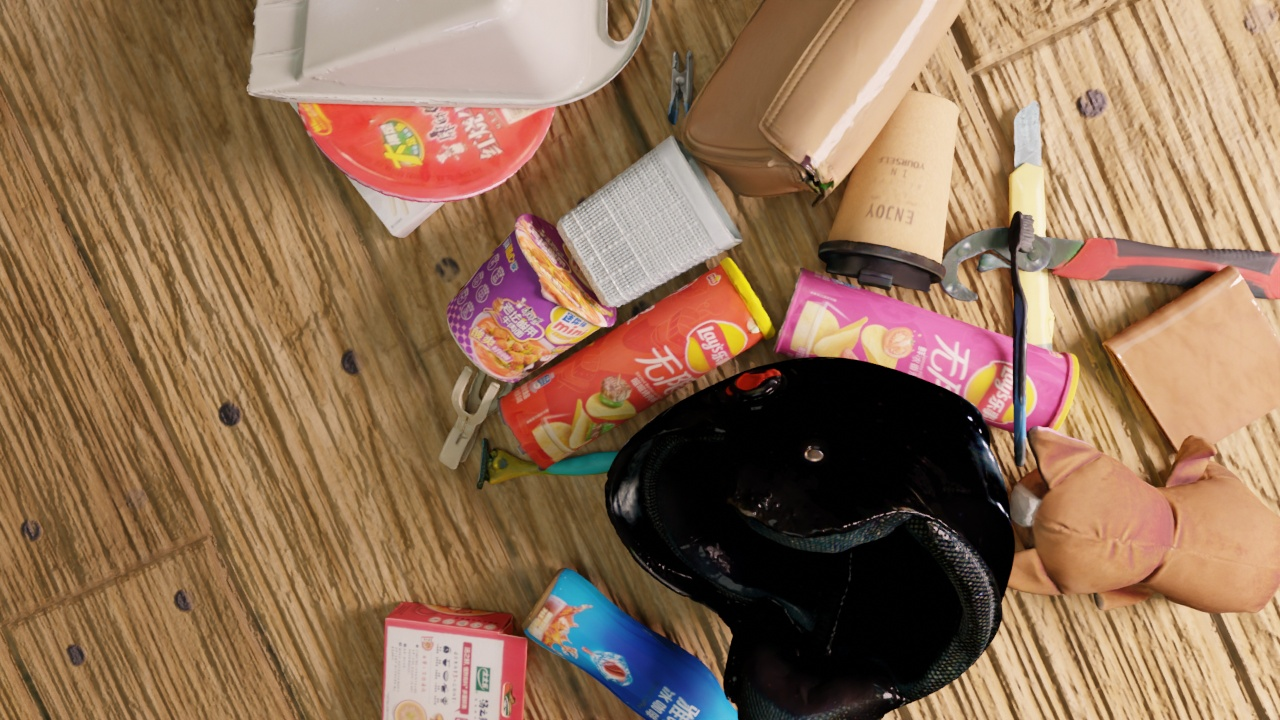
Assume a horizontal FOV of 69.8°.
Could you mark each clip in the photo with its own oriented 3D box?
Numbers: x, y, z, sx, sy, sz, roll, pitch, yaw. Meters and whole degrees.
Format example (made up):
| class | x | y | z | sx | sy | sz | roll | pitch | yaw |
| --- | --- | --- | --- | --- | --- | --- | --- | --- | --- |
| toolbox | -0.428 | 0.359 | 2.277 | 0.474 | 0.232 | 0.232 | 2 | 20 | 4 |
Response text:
| class | x | y | z | sx | sy | sz | roll | pitch | yaw |
| --- | --- | --- | --- | --- | --- | --- | --- | --- | --- |
| clip | -0.141 | 0.043 | 0.753 | 0.035 | 0.092 | 0.103 | 31 | 88 | 4 |
| clip | 0.032 | -0.214 | 0.720 | 0.039 | 0.026 | 0.058 | 5 | 96 | 16 |

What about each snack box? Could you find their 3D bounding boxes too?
| class | x | y | z | sx | sy | sz | roll | pitch | yaw |
| --- | --- | --- | --- | --- | --- | --- | --- | --- | --- |
| snack box | -0.217 | -0.188 | 0.760 | 0.085 | 0.027 | 0.157 | -38 | 90 | 10 |
| snack box | -0.155 | 0.275 | 0.789 | 0.127 | 0.044 | 0.113 | 5 | 96 | 9 |

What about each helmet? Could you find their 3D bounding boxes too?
| class | x | y | z | sx | sy | sz | roll | pitch | yaw |
| --- | --- | --- | --- | --- | --- | --- | --- | --- | --- |
| helmet | 0.119 | 0.109 | 0.641 | 0.275 | 0.229 | 0.234 | 18 | 131 | 29 |

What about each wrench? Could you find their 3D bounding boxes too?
| class | x | y | z | sx | sy | sz | roll | pitch | yaw |
| --- | --- | --- | --- | --- | --- | --- | --- | --- | --- |
| wrench | 0.360 | -0.069 | 0.680 | 0.273 | 0.016 | 0.056 | 2 | 100 | 3 |

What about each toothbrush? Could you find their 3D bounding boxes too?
| class | x | y | z | sx | sy | sz | roll | pitch | yaw |
| --- | --- | --- | --- | --- | --- | --- | --- | --- | --- |
| toothbrush | 0.270 | -0.018 | 0.648 | 0.016 | 0.014 | 0.189 | 9 | 75 | -12 |

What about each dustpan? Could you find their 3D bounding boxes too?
| class | x | y | z | sx | sy | sz | roll | pitch | yaw |
| --- | --- | --- | --- | --- | --- | --- | --- | --- | --- |
| dustpan | -0.133 | -0.287 | 0.691 | 0.258 | 0.142 | 0.222 | -4 | 78 | 19 |

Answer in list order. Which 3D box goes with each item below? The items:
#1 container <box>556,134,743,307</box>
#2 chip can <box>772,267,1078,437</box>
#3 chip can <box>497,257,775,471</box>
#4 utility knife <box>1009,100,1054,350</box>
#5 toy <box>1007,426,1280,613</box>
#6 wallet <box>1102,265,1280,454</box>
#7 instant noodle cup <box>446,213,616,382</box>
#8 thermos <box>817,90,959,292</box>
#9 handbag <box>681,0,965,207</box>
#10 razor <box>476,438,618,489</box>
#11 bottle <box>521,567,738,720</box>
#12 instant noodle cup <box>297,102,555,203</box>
| class | x | y | z | sx | sy | sz | roll | pitch | yaw |
| --- | --- | --- | --- | --- | --- | --- | --- | --- | --- |
| container | 0.006 | -0.101 | 0.704 | 0.111 | 0.089 | 0.090 | -31 | 90 | 13 |
| chip can | 0.210 | -0.005 | 0.690 | 0.210 | 0.071 | 0.071 | 19 | 98 | 6 |
| chip can | -0.004 | 0.004 | 0.719 | 0.217 | 0.073 | 0.073 | -31 | 90 | 8 |
| utility knife | 0.296 | -0.095 | 0.694 | 0.031 | 0.020 | 0.196 | -5 | 102 | 4 |
| toy | 0.349 | 0.117 | 0.661 | 0.199 | 0.130 | 0.140 | 7 | 95 | -13 |
| wallet | 0.416 | 0.004 | 0.677 | 0.101 | 0.020 | 0.115 | -34 | 102 | 14 |
| instant noodle cup | -0.091 | -0.043 | 0.720 | 0.099 | 0.111 | 0.111 | -37 | 89 | 19 |
| thermos | 0.188 | -0.119 | 0.675 | 0.093 | 0.093 | 0.143 | 14 | 89 | 7 |
| handbag | 0.130 | -0.205 | 0.651 | 0.099 | 0.148 | 0.204 | 30 | 98 | -39 |
| razor | -0.072 | 0.086 | 0.765 | 0.133 | 0.028 | 0.043 | -4 | 57 | 10 |
| bottle | 0.007 | 0.255 | 0.751 | 0.218 | 0.065 | 0.065 | 34 | 99 | 4 |
| instant noodle cup | -0.162 | -0.204 | 0.708 | 0.193 | 0.066 | 0.193 | 2 | 79 | -9 |
